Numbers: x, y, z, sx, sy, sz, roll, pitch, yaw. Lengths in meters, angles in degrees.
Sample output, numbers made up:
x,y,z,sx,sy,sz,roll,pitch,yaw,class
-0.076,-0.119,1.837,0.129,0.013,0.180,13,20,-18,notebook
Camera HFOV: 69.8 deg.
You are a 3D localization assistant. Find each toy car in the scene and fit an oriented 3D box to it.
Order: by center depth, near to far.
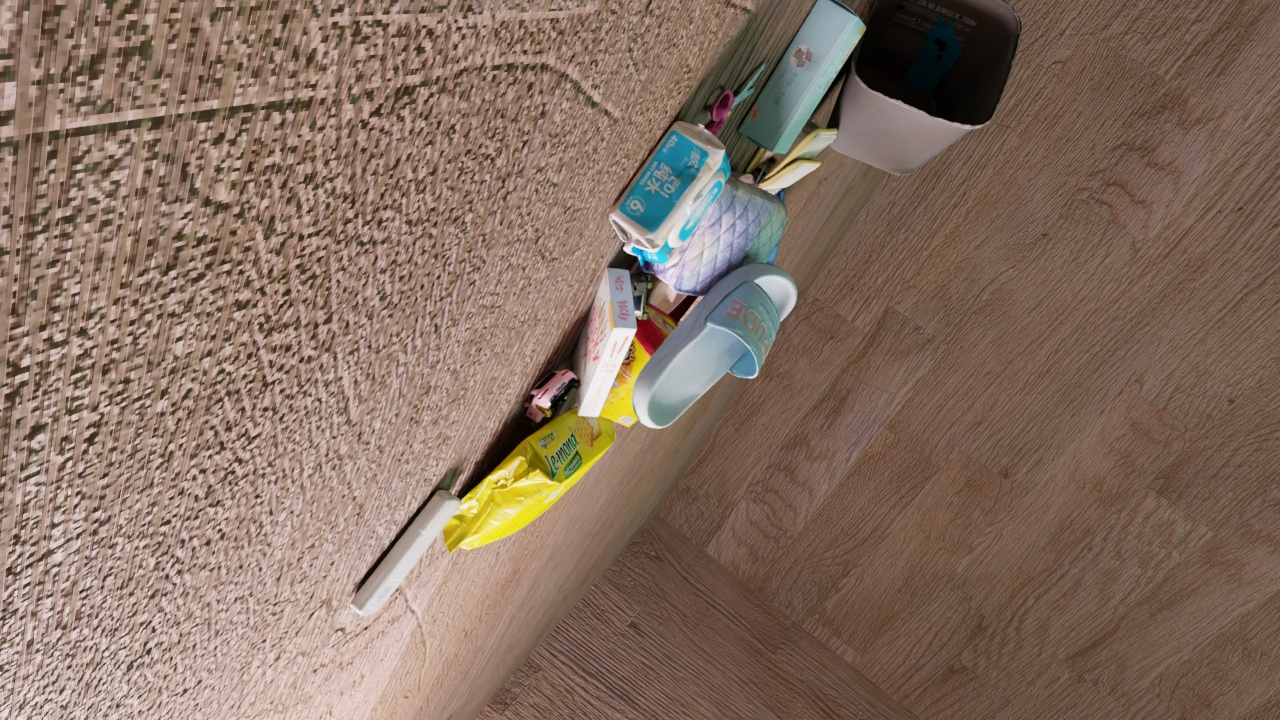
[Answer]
x,y,z,sx,sy,sz,roll,pitch,yaw,class
-0.006,-0.072,1.001,0.090,0.035,0.042,-104,-161,-75,toy car
-0.102,0.040,1.024,0.056,0.037,0.123,-43,179,-21,toy car

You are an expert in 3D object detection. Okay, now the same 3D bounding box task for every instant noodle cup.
x,y,z,sx,sy,sz,roll,pitch,yaw,class
-0.007,0.006,1.097,0.124,0.116,0.116,-44,144,15,instant noodle cup

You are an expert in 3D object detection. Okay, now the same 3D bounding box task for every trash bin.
x,y,z,sx,sy,sz,roll,pitch,yaw,class
0.372,-0.383,1.270,0.220,0.199,0.198,111,1,-78,trash bin

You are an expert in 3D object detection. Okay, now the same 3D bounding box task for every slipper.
x,y,z,sx,sy,sz,roll,pitch,yaw,class
0.091,-0.014,1.016,0.245,0.074,0.104,-43,138,-16,slipper

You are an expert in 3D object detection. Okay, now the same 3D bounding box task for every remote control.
x,y,z,sx,sy,sz,roll,pitch,yaw,class
-0.243,0.198,0.952,0.150,0.021,0.058,-52,170,-8,remote control

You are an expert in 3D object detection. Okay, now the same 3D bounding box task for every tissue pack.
x,y,z,sx,sy,sz,roll,pitch,yaw,class
0.031,-0.156,0.880,0.140,0.063,0.090,-54,170,4,tissue pack

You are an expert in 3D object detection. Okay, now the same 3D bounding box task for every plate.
x,y,z,sx,sy,sz,roll,pitch,yaw,class
0.067,-0.146,1.175,0.229,0.028,0.230,-50,169,-14,plate

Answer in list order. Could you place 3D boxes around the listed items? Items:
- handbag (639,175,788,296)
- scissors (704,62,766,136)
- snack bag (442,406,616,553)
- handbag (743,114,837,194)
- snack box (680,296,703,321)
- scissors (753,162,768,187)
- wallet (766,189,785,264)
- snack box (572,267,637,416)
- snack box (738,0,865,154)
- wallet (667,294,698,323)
x,y,z,sx,sy,sz,roll,pitch,yaw,class
0.082,-0.141,1.024,0.193,0.075,0.134,1,123,-60,handbag
0.092,-0.259,0.954,0.135,0.017,0.106,-46,167,-52,scissors
-0.122,0.137,1.092,0.158,0.068,0.246,-46,173,22,snack bag
0.192,-0.262,1.273,0.179,0.063,0.163,-54,169,23,handbag
0.121,-0.080,1.447,0.094,0.093,0.077,-54,170,3,snack box
0.115,-0.174,1.190,0.159,0.014,0.174,-49,167,-33,scissors
0.202,-0.209,1.425,0.133,0.040,0.106,52,43,-83,wallet
-0.041,-0.017,0.993,0.157,0.027,0.084,114,-26,-47,snack box
0.185,-0.322,1.046,0.175,0.051,0.074,-58,167,20,snack box
0.057,-0.084,1.363,0.122,0.020,0.096,-54,165,9,wallet
